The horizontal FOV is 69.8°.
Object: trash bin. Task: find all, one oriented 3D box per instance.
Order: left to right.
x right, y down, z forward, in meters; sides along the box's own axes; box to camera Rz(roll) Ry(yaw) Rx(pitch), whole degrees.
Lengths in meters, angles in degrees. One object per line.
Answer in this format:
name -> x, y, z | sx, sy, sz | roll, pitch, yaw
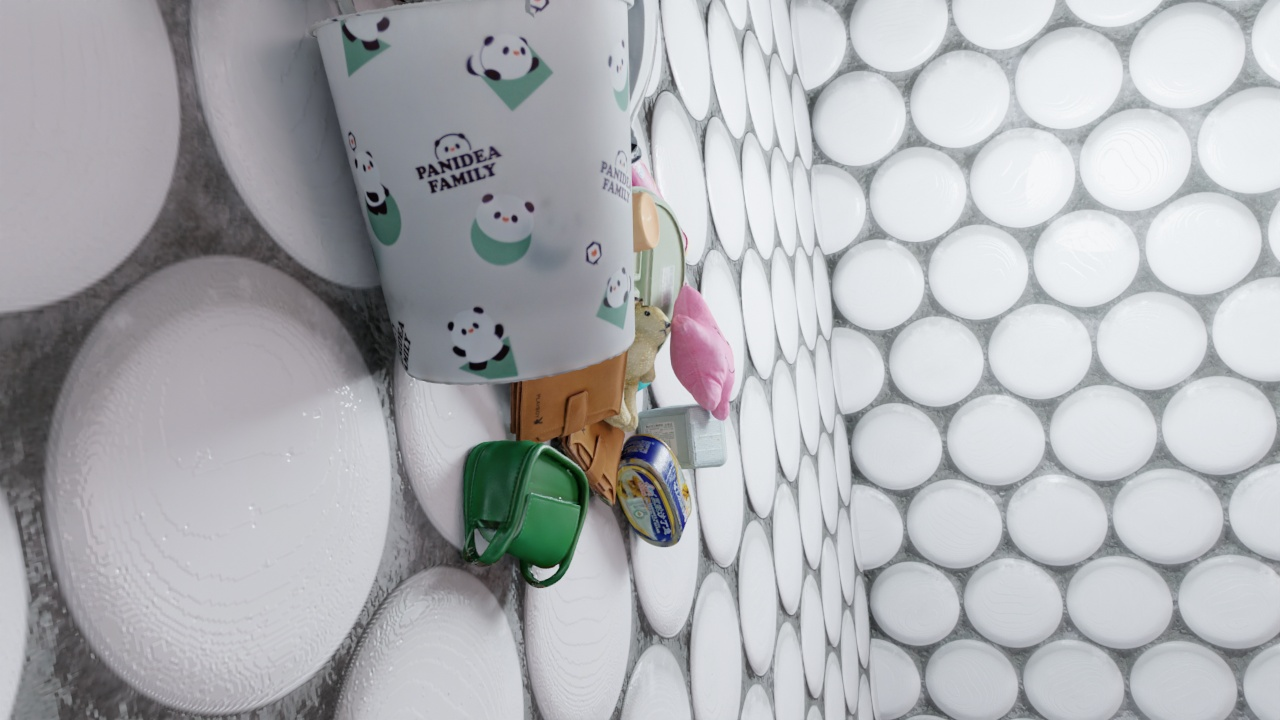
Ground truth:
trash bin -> -0.106, -0.127, 0.688 | 0.229, 0.230, 0.252 | -41, 127, -65

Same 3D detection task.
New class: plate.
plate -> -0.004, -0.093, 1.108 | 0.229, 0.027, 0.230 | -31, 127, -52

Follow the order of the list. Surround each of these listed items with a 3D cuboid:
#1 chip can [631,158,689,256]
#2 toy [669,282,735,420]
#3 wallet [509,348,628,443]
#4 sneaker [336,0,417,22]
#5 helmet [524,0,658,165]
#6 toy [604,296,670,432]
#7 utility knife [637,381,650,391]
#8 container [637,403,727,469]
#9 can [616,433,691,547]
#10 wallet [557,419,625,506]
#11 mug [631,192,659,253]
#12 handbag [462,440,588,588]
chip can -> -0.004, -0.198, 1.169 | 0.210, 0.071, 0.071 | 52, 37, -54
toy -> 0.072, -0.016, 1.141 | 0.194, 0.075, 0.178 | 39, 35, -74
wallet -> -0.068, 0.023, 0.893 | 0.131, 0.031, 0.108 | -17, 125, -39
sneaker -> -0.195, -0.323, 0.685 | 0.240, 0.088, 0.118 | -105, -174, -51
helmet -> -0.070, -0.299, 0.886 | 0.257, 0.146, 0.229 | -73, 168, -52
toy -> -0.006, 0.006, 1.045 | 0.105, 0.066, 0.157 | 36, 61, -42
utility knife -> -0.009, 0.031, 1.176 | 0.157, 0.013, 0.029 | -26, 111, -71
container -> 0.052, 0.102, 1.215 | 0.111, 0.090, 0.090 | 6, 78, -66
can -> 0.015, 0.160, 1.117 | 0.049, 0.075, 0.148 | -64, 143, -49
wallet -> -0.056, 0.091, 1.015 | 0.131, 0.035, 0.118 | 60, 25, -47
mug -> -0.046, -0.138, 0.968 | 0.078, 0.123, 0.078 | -5, 90, -69
handbag -> -0.106, 0.136, 0.827 | 0.131, 0.068, 0.120 | 50, 47, -58
